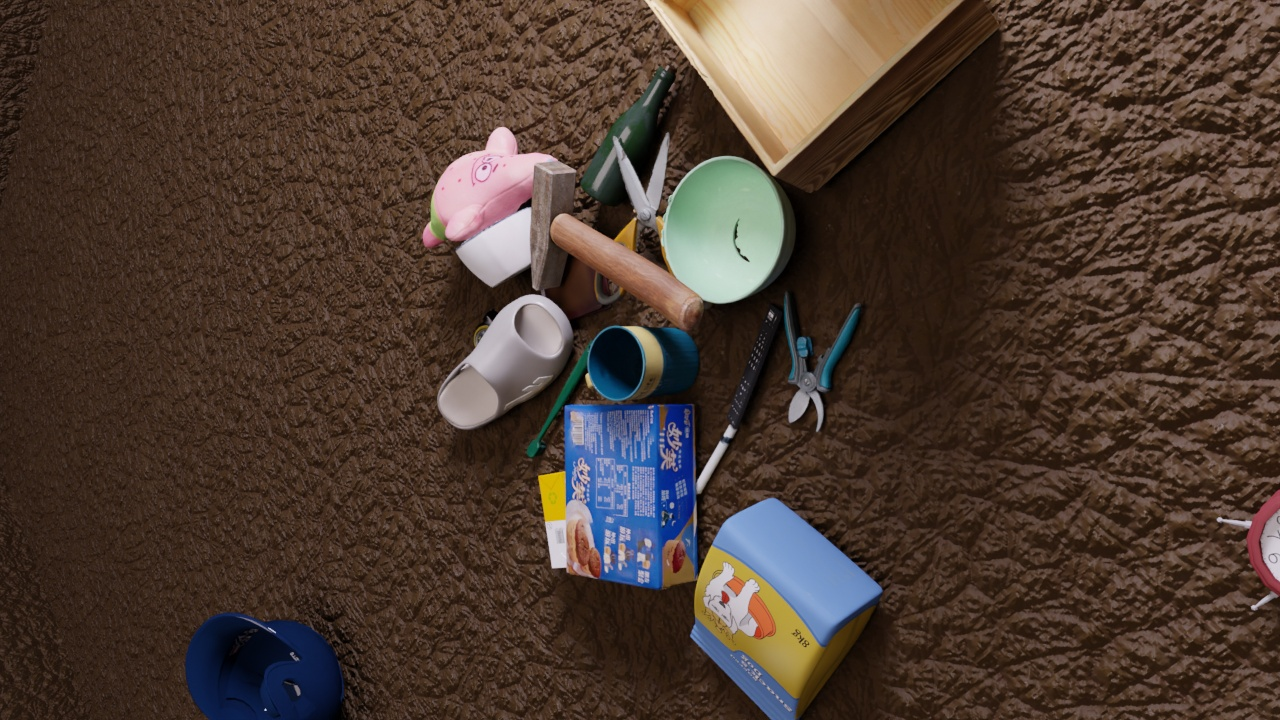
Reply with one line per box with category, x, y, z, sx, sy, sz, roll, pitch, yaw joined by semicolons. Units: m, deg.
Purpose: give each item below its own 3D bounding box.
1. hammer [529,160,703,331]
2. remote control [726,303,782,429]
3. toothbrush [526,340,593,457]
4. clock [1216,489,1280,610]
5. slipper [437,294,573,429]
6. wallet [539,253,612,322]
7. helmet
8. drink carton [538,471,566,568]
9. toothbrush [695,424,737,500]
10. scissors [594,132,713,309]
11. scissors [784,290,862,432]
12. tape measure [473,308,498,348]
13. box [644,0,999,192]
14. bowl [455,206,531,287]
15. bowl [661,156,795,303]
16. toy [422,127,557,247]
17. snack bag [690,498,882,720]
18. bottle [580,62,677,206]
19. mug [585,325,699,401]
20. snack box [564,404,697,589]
hammer;-0.034;-0.106;1.039;0.301;0.037;0.158;36;129;43
remote control;0.123;0.007;0.995;0.030;0.009;0.140;-115;41;-67
toothbrush;-0.100;0.053;1.187;0.016;0.017;0.190;46;117;29
clock;0.509;0.131;0.664;0.138;0.048;0.096;-24;76;39
slipper;-0.193;0.023;1.198;0.113;0.080;0.267;48;126;-7
wallet;-0.088;-0.093;1.172;0.116;0.018;0.091;-17;81;42
helmet;-0.611;0.522;1.490;0.233;0.222;0.272;-41;96;18
drink carton;-0.085;0.200;1.152;0.040;0.058;0.122;-13;83;39
toothbrush;0.068;0.151;1.055;0.017;0.012;0.187;35;114;19
scissors;0.001;-0.146;1.062;0.217;0.016;0.225;-27;89;37
scissors;0.184;-0.007;0.946;0.125;0.019;0.154;-26;77;39
tape measure;-0.196;-0.028;1.250;0.061;0.034;0.061;47;113;13
box;0.121;-0.366;0.785;0.285;0.323;0.279;-41;65;24
bowl;-0.172;-0.142;1.182;0.117;0.116;0.065;-25;98;38
bowl;0.104;-0.135;0.969;0.151;0.076;0.151;2;93;39
toy;-0.196;-0.222;1.195;0.237;0.097;0.191;-11;49;38
snack bag;0.134;0.273;0.956;0.159;0.102;0.206;40;128;31
bottle;-0.008;-0.266;1.072;0.055;0.055;0.174;47;118;28
mug;-0.006;0.006;1.048;0.114;0.107;0.083;-24;78;37
snack box;-0.014;0.152;1.073;0.155;0.069;0.202;-3;87;43
